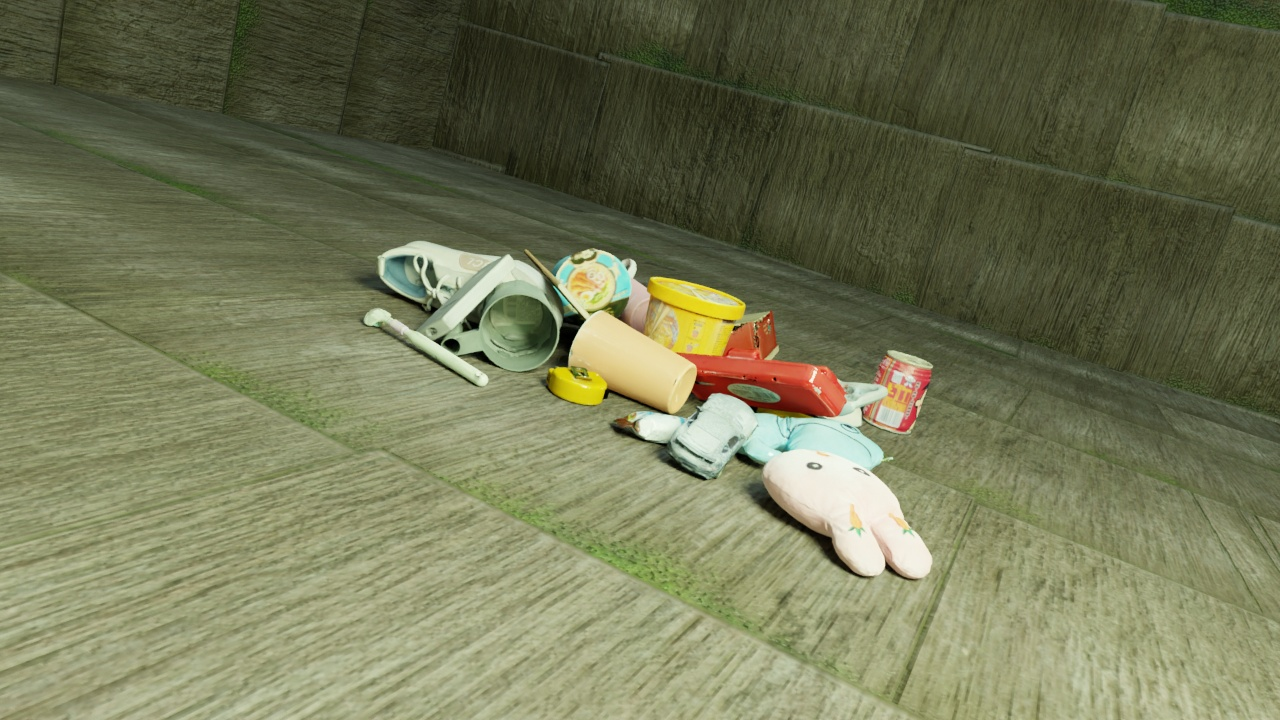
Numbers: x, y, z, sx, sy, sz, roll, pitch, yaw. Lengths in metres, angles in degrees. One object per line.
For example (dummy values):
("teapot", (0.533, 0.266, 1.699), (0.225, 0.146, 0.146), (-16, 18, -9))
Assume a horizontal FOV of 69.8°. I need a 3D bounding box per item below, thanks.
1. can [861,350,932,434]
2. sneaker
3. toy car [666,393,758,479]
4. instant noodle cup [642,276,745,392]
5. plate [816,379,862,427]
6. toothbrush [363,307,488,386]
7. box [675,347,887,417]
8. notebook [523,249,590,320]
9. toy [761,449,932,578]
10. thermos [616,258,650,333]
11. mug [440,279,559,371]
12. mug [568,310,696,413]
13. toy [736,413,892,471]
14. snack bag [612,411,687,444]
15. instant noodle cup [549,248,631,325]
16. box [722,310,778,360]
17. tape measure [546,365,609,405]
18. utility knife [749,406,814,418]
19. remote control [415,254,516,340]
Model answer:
("can", (0.331, 0.040, 1.181), (0.066, 0.094, 0.066), (15, 13, -4))
("sneaker", (-0.207, -0.086, 1.088), (0.242, 0.089, 0.090), (20, 16, 20))
("toy car", (0.069, 0.064, 0.838), (0.054, 0.037, 0.120), (32, 34, 14))
("instant noodle cup", (0.054, -0.030, 1.100), (0.118, 0.114, 0.118), (14, 13, -4))
("plate", (0.213, 0.034, 1.202), (0.163, 0.034, 0.164), (16, 13, 5))
("toothbrush", (-0.217, -0.014, 0.931), (0.190, 0.020, 0.029), (26, 44, 35))
("box", (0.146, 0.029, 0.996), (0.159, 0.065, 0.201), (17, -8, -44))
("notebook", (-0.076, -0.063, 1.133), (0.149, 0.012, 0.211), (48, -1, -24))
("toy", (0.170, 0.122, 0.756), (0.121, 0.054, 0.159), (8, 23, -28))
("thermos", (-0.012, -0.095, 1.360), (0.067, 0.087, 0.198), (32, 6, -26))
("mug", (-0.153, -0.038, 0.997), (0.124, 0.084, 0.103), (-11, 16, -5))
("mug", (-0.006, 0.006, 0.985), (0.123, 0.078, 0.078), (26, 16, 19))
("toy", (0.168, 0.084, 0.913), (0.156, 0.050, 0.161), (20, 18, 27))
("snack bag", (0.028, 0.066, 0.871), (0.104, 0.026, 0.048), (12, 6, -17))
("instant noodle cup", (-0.081, -0.109, 1.316), (0.111, 0.111, 0.120), (12, 8, -18))
("box", (0.128, -0.033, 1.227), (0.091, 0.077, 0.168), (-8, 6, 17))
("tape measure", (-0.062, 0.023, 0.934), (0.060, 0.029, 0.057), (9, 15, -26))
("utility knife", (0.192, 0.075, 1.051), (0.154, 0.015, 0.033), (20, 20, 14))
("remote control", (-0.187, -0.068, 0.995), (0.056, 0.019, 0.134), (-21, 23, 41))
